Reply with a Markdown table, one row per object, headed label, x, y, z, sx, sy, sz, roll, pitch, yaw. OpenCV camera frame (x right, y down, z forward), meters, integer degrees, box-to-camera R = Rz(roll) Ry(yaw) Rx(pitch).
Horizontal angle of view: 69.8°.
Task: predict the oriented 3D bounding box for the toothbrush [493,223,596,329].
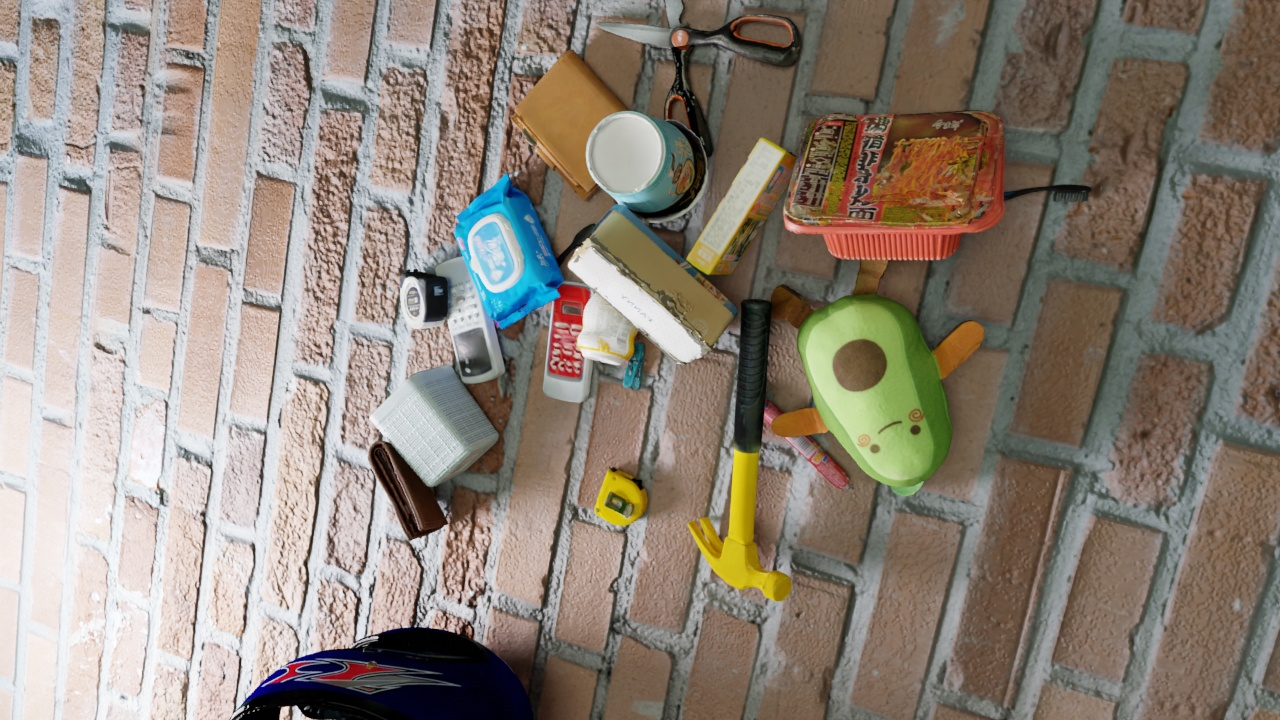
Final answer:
| label | x | y | z | sx | sy | sz | roll | pitch | yaw |
| --- | --- | --- | --- | --- | --- | --- | --- | --- | --- |
| toothbrush | -0.113 | -0.093 | 1.054 | 0.190 | 0.017 | 0.014 | -42 | 79 | 23 |

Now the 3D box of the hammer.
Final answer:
| label | x | y | z | sx | sy | sz | roll | pitch | yaw |
| --- | --- | --- | --- | --- | --- | --- | --- | --- | --- |
| hammer | 0.108 | 0.088 | 0.937 | 0.129 | 0.032 | 0.301 | 15 | 106 | 48 |

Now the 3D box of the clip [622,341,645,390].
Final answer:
| label | x | y | z | sx | sy | sz | roll | pitch | yaw |
| --- | --- | --- | --- | --- | --- | --- | --- | --- | --- |
| clip | -0.006 | 0.006 | 1.015 | 0.013 | 0.034 | 0.054 | 9 | 88 | 18 |

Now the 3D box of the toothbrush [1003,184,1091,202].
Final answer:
| label | x | y | z | sx | sy | sz | roll | pitch | yaw |
| --- | --- | --- | --- | --- | --- | --- | --- | --- | --- |
| toothbrush | 0.324 | -0.154 | 0.874 | 0.190 | 0.014 | 0.016 | 0 | 119 | 22 |

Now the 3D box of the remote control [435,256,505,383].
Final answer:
| label | x | y | z | sx | sy | sz | roll | pitch | yaw |
| --- | --- | --- | --- | --- | --- | --- | --- | --- | --- |
| remote control | -0.202 | -0.048 | 1.083 | 0.058 | 0.021 | 0.150 | -14 | 90 | 30 |

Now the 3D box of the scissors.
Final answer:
| label | x | y | z | sx | sy | sz | roll | pitch | yaw |
| --- | --- | --- | --- | --- | --- | --- | --- | --- | --- |
| scissors | 0.057 | -0.322 | 0.956 | 0.221 | 0.021 | 0.234 | -2 | 96 | 21 |

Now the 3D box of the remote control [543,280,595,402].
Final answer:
| label | x | y | z | sx | sy | sz | roll | pitch | yaw |
| --- | --- | --- | --- | --- | --- | --- | --- | --- | --- |
| remote control | -0.079 | -0.021 | 1.042 | 0.056 | 0.020 | 0.136 | 11 | 99 | 19 |

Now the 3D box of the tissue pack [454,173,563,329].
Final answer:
| label | x | y | z | sx | sy | sz | roll | pitch | yaw |
| --- | --- | --- | --- | --- | --- | --- | --- | --- | --- |
| tissue pack | -0.153 | -0.123 | 1.034 | 0.095 | 0.052 | 0.157 | -29 | 79 | 27 |

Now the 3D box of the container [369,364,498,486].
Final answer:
| label | x | y | z | sx | sy | sz | roll | pitch | yaw |
| --- | --- | --- | --- | --- | --- | --- | --- | --- | --- |
| container | -0.238 | 0.078 | 1.079 | 0.090 | 0.090 | 0.111 | -42 | 83 | 20 |

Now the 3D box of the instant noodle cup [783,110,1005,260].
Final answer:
| label | x | y | z | sx | sy | sz | roll | pitch | yaw |
| --- | --- | --- | --- | --- | --- | --- | --- | --- | --- |
| instant noodle cup | 0.236 | -0.158 | 0.844 | 0.189 | 0.164 | 0.079 | 3 | 141 | 22 |

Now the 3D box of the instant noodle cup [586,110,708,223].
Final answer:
| label | x | y | z | sx | sy | sz | roll | pitch | yaw |
| --- | --- | --- | --- | --- | --- | --- | --- | --- | --- |
| instant noodle cup | 0.002 | -0.196 | 0.912 | 0.111 | 0.120 | 0.111 | 1 | 94 | 16 |

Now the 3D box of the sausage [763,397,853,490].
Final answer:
| label | x | y | z | sx | sy | sz | roll | pitch | yaw |
| --- | --- | --- | --- | --- | --- | --- | --- | --- | --- |
| sausage | 0.163 | 0.080 | 0.958 | 0.156 | 0.020 | 0.020 | 44 | 109 | 12 |

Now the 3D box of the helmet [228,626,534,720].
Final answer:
| label | x | y | z | sx | sy | sz | roll | pitch | yaw |
| --- | --- | --- | --- | --- | --- | --- | --- | --- | --- |
| helmet | -0.274 | 0.421 | 1.041 | 0.315 | 0.240 | 0.247 | 12 | 101 | 8 |

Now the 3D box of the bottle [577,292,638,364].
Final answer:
| label | x | y | z | sx | sy | sz | roll | pitch | yaw |
| --- | --- | --- | --- | --- | --- | --- | --- | --- | --- |
| bottle | -0.029 | -0.052 | 0.997 | 0.063 | 0.063 | 0.108 | 12 | 86 | 20 |

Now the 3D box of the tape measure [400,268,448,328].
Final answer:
| label | x | y | z | sx | sy | sz | roll | pitch | yaw |
| --- | --- | --- | --- | --- | --- | --- | --- | --- | --- |
| tape measure | -0.257 | -0.071 | 1.088 | 0.066 | 0.033 | 0.066 | 20 | 113 | 46 |

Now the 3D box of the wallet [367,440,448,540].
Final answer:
| label | x | y | z | sx | sy | sz | roll | pitch | yaw |
| --- | --- | --- | --- | --- | --- | --- | --- | --- | --- |
| wallet | -0.278 | 0.152 | 1.095 | 0.032 | 0.101 | 0.124 | -29 | 83 | 1 |

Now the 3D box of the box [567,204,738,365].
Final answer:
| label | x | y | z | sx | sy | sz | roll | pitch | yaw |
| --- | --- | --- | --- | --- | --- | --- | --- | --- | --- |
| box | 0.007 | -0.078 | 0.935 | 0.184 | 0.090 | 0.061 | 44 | 68 | -9 |

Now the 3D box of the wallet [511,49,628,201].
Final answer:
| label | x | y | z | sx | sy | sz | roll | pitch | yaw |
| --- | --- | --- | --- | --- | --- | --- | --- | --- | --- |
| wallet | -0.069 | -0.257 | 1.008 | 0.108 | 0.031 | 0.132 | -44 | 79 | 16 |

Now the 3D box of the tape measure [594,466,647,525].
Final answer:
| label | x | y | z | sx | sy | sz | roll | pitch | yaw |
| --- | --- | --- | --- | --- | --- | --- | --- | --- | --- |
| tape measure | -0.022 | 0.157 | 1.033 | 0.057 | 0.028 | 0.060 | 24 | 104 | 17 |

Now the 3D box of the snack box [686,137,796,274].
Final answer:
| label | x | y | z | sx | sy | sz | roll | pitch | yaw |
| --- | --- | --- | --- | --- | --- | --- | --- | --- | --- |
| snack box | 0.105 | -0.151 | 0.920 | 0.034 | 0.086 | 0.141 | 34 | 107 | 14 |

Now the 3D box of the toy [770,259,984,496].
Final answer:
| label | x | y | z | sx | sy | sz | roll | pitch | yaw |
| --- | --- | --- | --- | --- | --- | --- | --- | --- | --- |
| toy | 0.222 | 0.014 | 0.891 | 0.228 | 0.089 | 0.246 | -30 | 80 | 31 |
